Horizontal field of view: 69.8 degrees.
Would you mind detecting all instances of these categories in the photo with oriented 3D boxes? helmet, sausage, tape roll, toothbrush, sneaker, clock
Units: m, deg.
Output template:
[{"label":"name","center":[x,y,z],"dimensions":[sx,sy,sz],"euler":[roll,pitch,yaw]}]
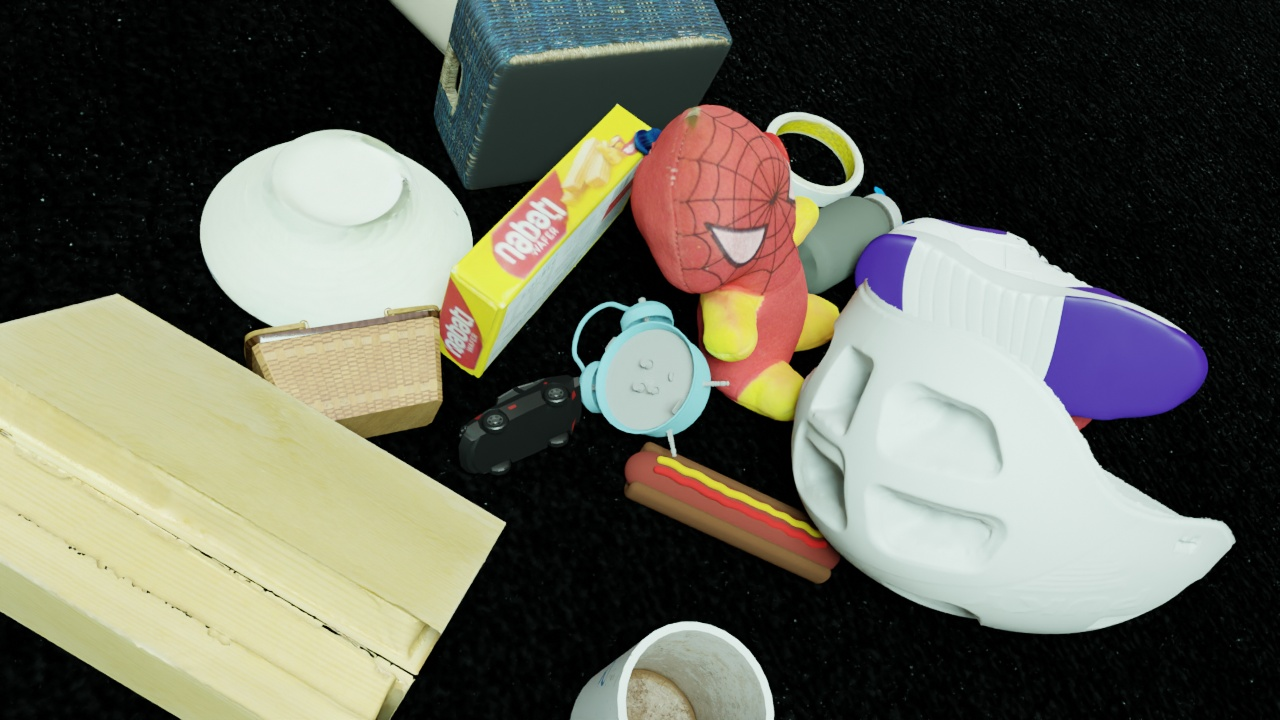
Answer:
[{"label":"helmet","center":[0.229,0.068,0.583],"dimensions":[0.282,0.184,0.224],"euler":[9,23,-28]},{"label":"sausage","center":[0.061,0.100,0.602],"dimensions":[0.155,0.040,0.040],"euler":[25,56,-5]},{"label":"tape roll","center":[0.150,-0.177,0.808],"dimensions":[0.094,0.019,0.093],"euler":[9,57,-15]},{"label":"toothbrush","center":[0.061,-0.126,0.687],"dimensions":[0.189,0.017,0.016],"euler":[25,69,-46]},{"label":"sneaker","center":[0.289,-0.041,0.691],"dimensions":[0.244,0.092,0.110],"euler":[27,34,18]},{"label":"clock","center":[-0.004,0.003,0.607],"dimensions":[0.123,0.087,0.042],"euler":[40,7,35]}]

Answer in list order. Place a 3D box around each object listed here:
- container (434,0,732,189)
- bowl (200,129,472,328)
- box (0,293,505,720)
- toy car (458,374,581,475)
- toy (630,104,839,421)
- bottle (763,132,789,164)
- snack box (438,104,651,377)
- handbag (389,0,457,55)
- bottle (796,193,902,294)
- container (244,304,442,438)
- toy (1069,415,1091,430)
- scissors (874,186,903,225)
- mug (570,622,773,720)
[{"label":"container","center":[-0.045,-0.204,0.676],"dimensions":[0.187,0.146,0.071],"euler":[-15,71,-27]},{"label":"bowl","center":[-0.197,-0.101,0.607],"dimensions":[0.176,0.058,0.176],"euler":[9,56,-13]},{"label":"box","center":[-0.212,0.086,0.439],"dimensions":[0.248,0.142,0.179],"euler":[31,72,-3]},{"label":"toy car","center":[-0.078,0.039,0.587],"dimensions":[0.091,0.042,0.036],"euler":[-24,46,-29]},{"label":"toy","center":[0.063,-0.068,0.615],"dimensions":[0.216,0.099,0.147],"euler":[62,34,-32]},{"label":"bottle","center":[0.060,-0.149,0.740],"dimensions":[0.134,0.049,0.071],"euler":[-21,68,-29]},{"label":"snack box","center":[-0.063,-0.085,0.632],"dimensions":[0.042,0.092,0.200],"euler":[35,56,1]},{"label":"handbag","center":[-0.157,-0.364,0.695],"dimensions":[0.194,0.198,0.101],"euler":[45,56,9]},{"label":"bottle","center":[0.161,-0.097,0.741],"dimensions":[0.108,0.060,0.060],"euler":[-29,74,-31]},{"label":"container","center":[-0.174,0.012,0.556],"dimensions":[0.113,0.063,0.061],"euler":[-11,73,-25]},{"label":"toy","center":[0.325,0.008,0.743],"dimensions":[0.092,0.062,0.132],"euler":[36,40,8]},{"label":"scissors","center":[0.240,-0.108,0.804],"dimensions":[0.109,0.018,0.131],"euler":[-10,64,-23]},{"label":"mug","center":[-0.003,0.198,0.486],"dimensions":[0.119,0.097,0.083],"euler":[-12,66,-26]}]
